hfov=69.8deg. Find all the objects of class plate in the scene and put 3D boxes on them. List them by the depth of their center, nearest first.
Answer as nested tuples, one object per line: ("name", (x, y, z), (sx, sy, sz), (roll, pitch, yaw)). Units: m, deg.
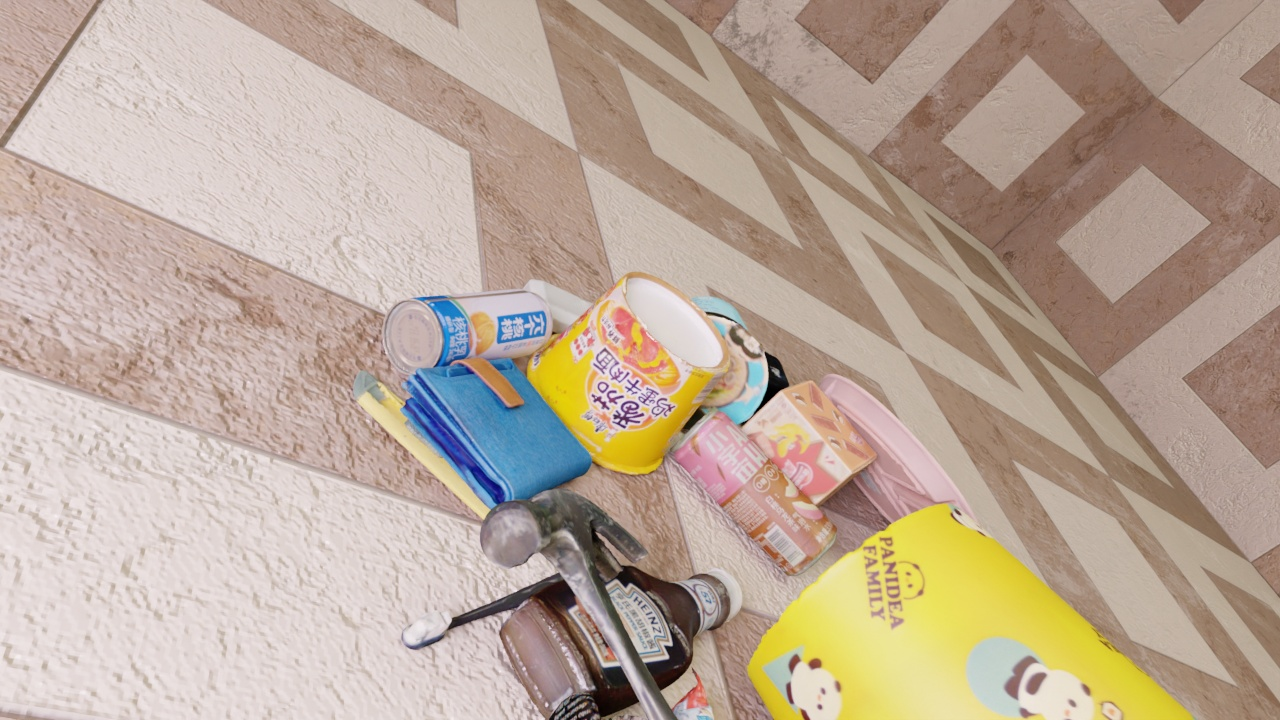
("plate", (0.243, 0.112, 0.891), (0.229, 0.028, 0.229), (52, -5, 6))

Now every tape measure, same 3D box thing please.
("tape measure", (0.110, 0.021, 0.915), (0.033, 0.066, 0.066), (23, 33, -32))

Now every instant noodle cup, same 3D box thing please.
("instant noodle cup", (-0.004, 0.004, 0.728), (0.138, 0.110, 0.137), (32, 28, -19))
("instant noodle cup", (0.062, -0.007, 0.855), (0.111, 0.111, 0.120), (38, 19, -9))

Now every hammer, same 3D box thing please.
("hammer", (0.032, 0.205, 0.438), (0.323, 0.032, 0.126), (59, 12, 12))

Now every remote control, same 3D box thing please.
("remote control", (-0.049, -0.034, 0.823), (0.124, 0.024, 0.049), (24, 32, -35))

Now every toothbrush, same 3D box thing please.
("toothbrush", (-0.068, 0.138, 0.542), (0.015, 0.018, 0.180), (49, 24, 22))

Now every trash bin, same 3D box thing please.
("trash bin", (0.212, 0.241, 0.552), (0.229, 0.230, 0.255), (9, 35, -49))

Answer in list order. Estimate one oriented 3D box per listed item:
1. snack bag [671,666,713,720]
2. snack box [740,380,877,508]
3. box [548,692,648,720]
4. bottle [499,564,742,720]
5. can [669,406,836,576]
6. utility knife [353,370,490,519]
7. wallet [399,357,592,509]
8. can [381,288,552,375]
("snack bag", (0.035, 0.228, 0.516), (0.026, 0.045, 0.105), (14, 36, -25))
("snack box", (0.139, 0.086, 0.824), (0.094, 0.093, 0.076), (51, 27, 15))
("box", (0.002, 0.238, 0.423), (0.088, 0.076, 0.162), (15, 33, -36))
("bottle", (0.002, 0.164, 0.569), (0.194, 0.044, 0.080), (2, 45, -55))
("can", (0.094, 0.109, 0.766), (0.147, 0.058, 0.057), (46, 26, 6))
("utility knife", (-0.122, 0.067, 0.581), (0.167, 0.018, 0.030), (46, 31, -3))
("wallet", (-0.091, 0.045, 0.611), (0.106, 0.040, 0.133), (49, 15, 10))
("can", (-0.121, -0.023, 0.668), (0.053, 0.053, 0.134), (50, 27, 14))
